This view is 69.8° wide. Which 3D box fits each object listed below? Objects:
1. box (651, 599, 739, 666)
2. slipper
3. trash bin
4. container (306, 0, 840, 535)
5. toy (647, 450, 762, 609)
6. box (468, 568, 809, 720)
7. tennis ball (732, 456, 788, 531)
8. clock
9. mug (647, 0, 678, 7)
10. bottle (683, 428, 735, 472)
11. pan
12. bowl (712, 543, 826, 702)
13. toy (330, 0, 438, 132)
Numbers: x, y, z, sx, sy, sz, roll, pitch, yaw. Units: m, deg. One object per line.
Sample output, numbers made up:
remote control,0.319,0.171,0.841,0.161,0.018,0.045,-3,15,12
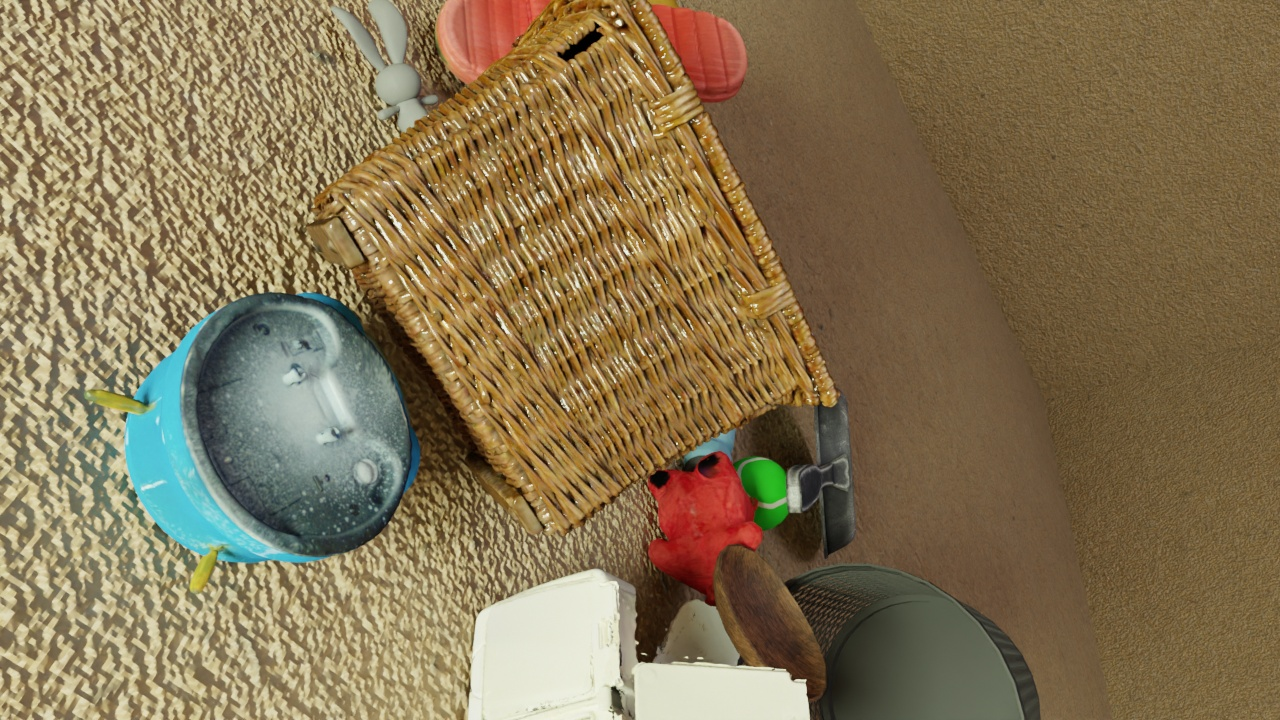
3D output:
box,0.057,0.229,0.605,0.109,0.121,0.136,51,55,-32
slipper,-0.025,-0.243,0.673,0.248,0.059,0.103,-4,73,-24
trash bin,0.209,0.282,0.741,0.227,0.218,0.217,27,49,-57
container,-0.048,-0.043,0.498,0.183,0.162,0.250,-35,109,-16
toy,0.059,0.147,0.705,0.094,0.088,0.132,52,33,-52
box,-0.020,0.157,0.434,0.070,0.187,0.143,39,34,-42
tennis ball,0.101,0.117,0.805,0.065,0.065,0.065,39,41,-44
clock,-0.155,0.029,0.419,0.117,0.060,0.161,66,26,-5
mug,-0.013,-0.256,0.770,0.123,0.101,0.094,-29,96,-30
bottle,0.062,0.062,0.800,0.040,0.040,0.129,52,33,-30
pan,0.173,0.107,0.868,0.356,0.055,0.187,7,79,-78
bowl,0.080,0.180,0.619,0.114,0.026,0.101,59,23,17
toy,-0.154,-0.175,0.584,0.049,0.030,0.112,-38,111,-46
